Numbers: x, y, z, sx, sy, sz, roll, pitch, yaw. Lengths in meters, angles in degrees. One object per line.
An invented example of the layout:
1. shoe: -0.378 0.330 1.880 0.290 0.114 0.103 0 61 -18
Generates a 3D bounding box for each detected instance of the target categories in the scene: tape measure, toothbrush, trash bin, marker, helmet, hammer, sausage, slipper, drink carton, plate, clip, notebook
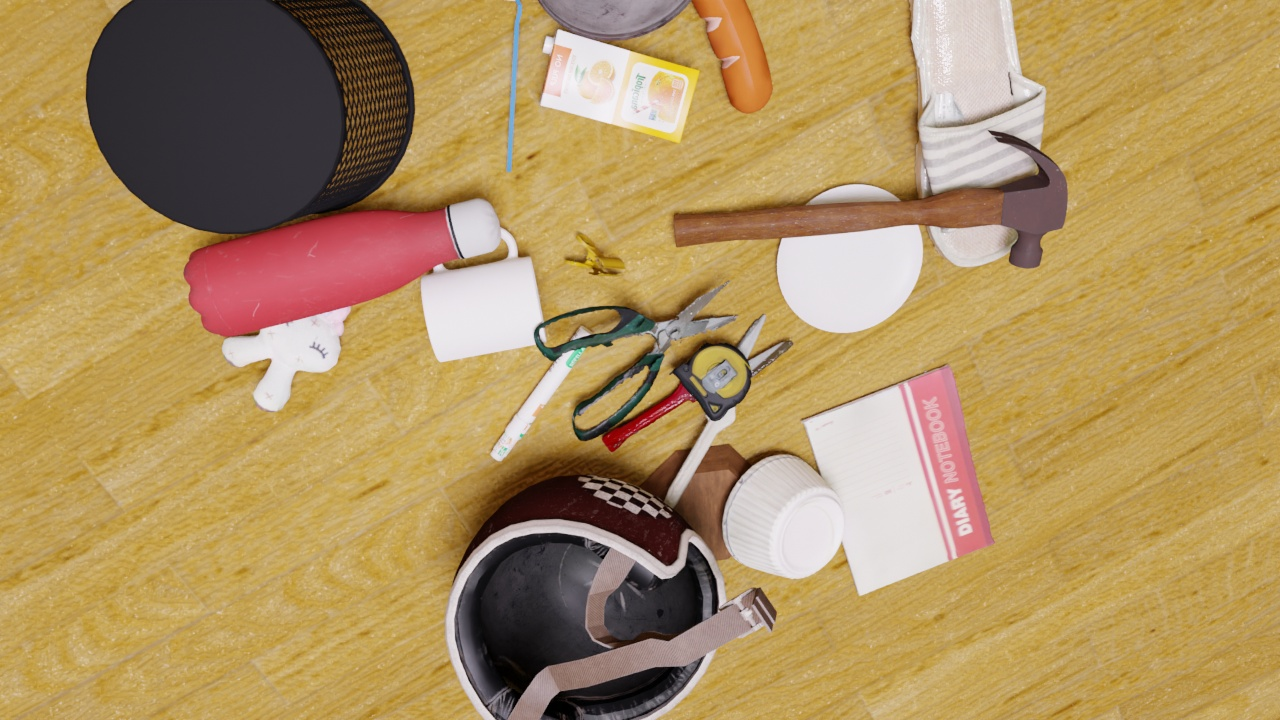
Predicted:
1. tape measure: 0.069 0.014 0.818 0.061 0.034 0.061 -42 83 -1
2. toothbrush: -0.105 -0.236 0.737 0.014 0.016 0.167 3 108 -9
3. trash bin: -0.261 -0.177 0.633 0.184 0.210 0.184 -2 108 -7
4. marker: -0.089 0.031 0.828 0.017 0.017 0.145 34 101 -17
5. helmet: -0.039 0.206 0.766 0.234 0.253 0.233 32 98 9
6. hammer: 0.190 -0.123 0.775 0.323 0.033 0.115 -4 120 6
7. sausage: 0.064 -0.277 0.734 0.044 0.039 0.164 -26 110 8
8. slipper: 0.284 -0.212 0.780 0.114 0.054 0.273 -15 109 -7
9. drink carton: -0.022 -0.221 0.740 0.122 0.040 0.059 13 106 -11
10. plate: 0.187 -0.091 0.827 0.134 0.011 0.135 -2 109 -7
11. plate: 0.062 0.145 0.881 0.131 0.025 0.131 -2 109 -7
12. clip: -0.043 -0.082 0.788 0.046 0.052 0.037 33 106 14
13. notebook: 0.259 0.122 0.907 0.153 0.012 0.209 -21 110 0

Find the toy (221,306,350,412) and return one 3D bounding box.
1. toy: -0.294 -0.019 0.774 0.122 0.038 0.079 -44 96 2

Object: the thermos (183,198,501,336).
1. thermos: -0.228 -0.080 0.723 0.240 0.073 0.073 -14 110 -1

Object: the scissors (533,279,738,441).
1. scissors: -0.003 0.004 0.814 0.205 0.015 0.180 -11 132 -24

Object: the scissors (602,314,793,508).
1. scissors: 0.051 0.047 0.844 0.187 0.015 0.179 0 89 5

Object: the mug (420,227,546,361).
1. mug: -0.133 -0.061 0.770 0.090 0.074 0.110 -11 84 -4

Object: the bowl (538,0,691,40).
1. bowl: -0.023 -0.316 0.665 0.145 0.067 0.145 0 88 9

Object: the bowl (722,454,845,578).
1. bowl: 0.140 0.152 0.854 0.115 0.062 0.115 -9 109 -28
